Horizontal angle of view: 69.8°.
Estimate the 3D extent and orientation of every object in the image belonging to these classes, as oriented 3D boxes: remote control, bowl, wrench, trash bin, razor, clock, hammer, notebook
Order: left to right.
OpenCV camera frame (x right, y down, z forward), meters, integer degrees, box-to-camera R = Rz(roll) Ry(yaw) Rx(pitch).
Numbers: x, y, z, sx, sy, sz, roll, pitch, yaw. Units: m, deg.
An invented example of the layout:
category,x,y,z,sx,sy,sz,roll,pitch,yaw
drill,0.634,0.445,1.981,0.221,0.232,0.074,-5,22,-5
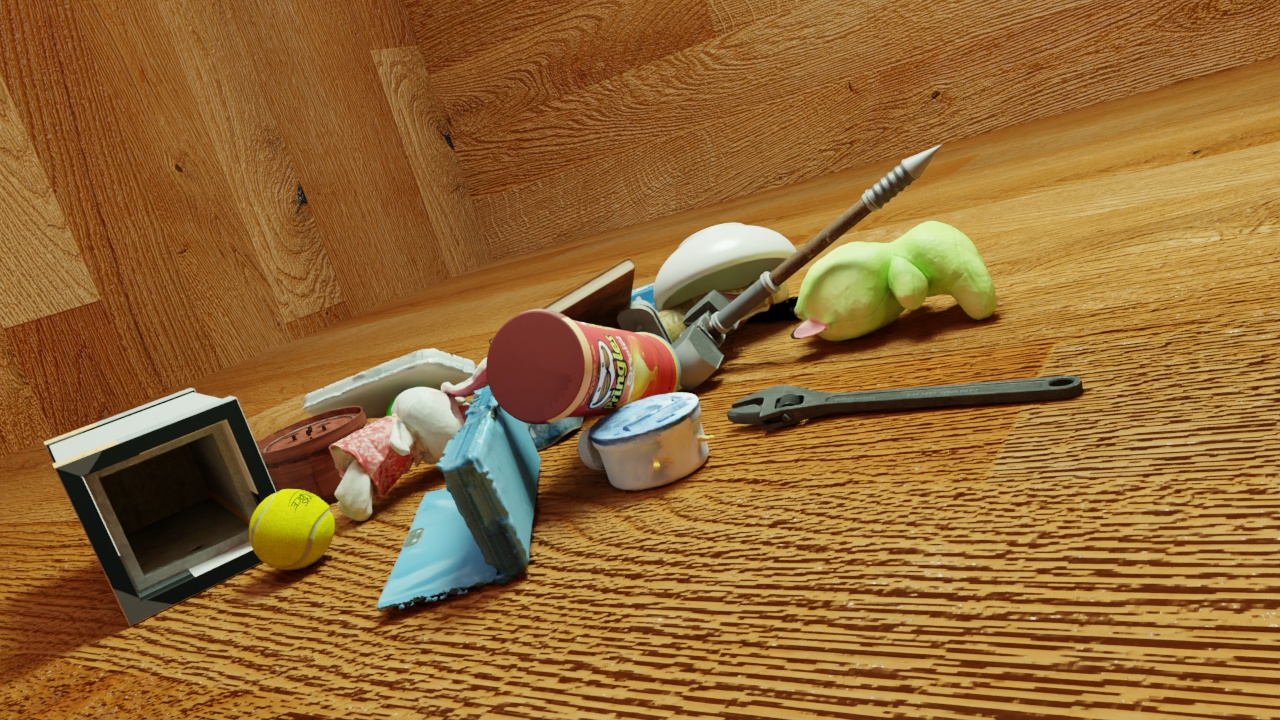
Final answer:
category,x,y,z,sx,sy,sz,roll,pitch,yaw
trash bin,-0.450,0.123,0.867,0.142,0.142,0.247,-25,15,-32
clock,-0.337,0.101,0.971,0.120,0.072,0.158,-19,13,-9
bowl,-0.115,0.053,0.916,0.110,0.055,0.110,-17,12,3
notebook,-0.088,-0.019,1.010,0.178,0.014,0.249,-32,-11,-10
razor,-0.006,0.006,0.968,0.047,0.088,0.116,-10,34,31
clock,0.001,0.061,0.727,0.088,0.052,0.125,-25,14,-27
bowl,0.094,-0.115,1.082,0.176,0.066,0.177,-16,-14,-4
remote control,0.148,-0.058,1.120,0.047,0.022,0.151,-27,14,-36
hammer,0.154,-0.098,0.884,0.323,0.043,0.155,-40,9,31
wrench,0.186,0.029,0.695,0.274,0.018,0.072,-6,16,36

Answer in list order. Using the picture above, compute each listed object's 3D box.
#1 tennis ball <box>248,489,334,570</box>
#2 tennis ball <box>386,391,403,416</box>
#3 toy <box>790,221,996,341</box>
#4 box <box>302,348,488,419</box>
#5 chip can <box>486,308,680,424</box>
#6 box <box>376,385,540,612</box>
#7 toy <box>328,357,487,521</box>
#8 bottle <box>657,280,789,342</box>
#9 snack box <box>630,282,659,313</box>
category,x,y,z,sx,sy,sz,roll,pitch,yaw
tennis ball,-0.285,0.138,0.751,0.065,0.065,0.065,-17,12,4
tennis ball,-0.252,0.064,1.029,0.065,0.065,0.065,-17,12,4
toy,0.239,-0.078,0.902,0.197,0.107,0.149,-5,19,17
box,-0.270,0.037,1.100,0.210,0.045,0.191,-18,-15,24
chip can,-0.039,0.009,0.780,0.087,0.087,0.213,-13,-7,21
box,-0.144,0.096,0.698,0.111,0.094,0.231,-22,13,0
toy,-0.214,0.073,0.879,0.193,0.084,0.160,-41,-9,-40
bottle,0.092,-0.054,1.057,0.166,0.059,0.059,-24,13,-8
snack box,0.008,-0.072,1.253,0.238,0.056,0.195,-18,6,-6
